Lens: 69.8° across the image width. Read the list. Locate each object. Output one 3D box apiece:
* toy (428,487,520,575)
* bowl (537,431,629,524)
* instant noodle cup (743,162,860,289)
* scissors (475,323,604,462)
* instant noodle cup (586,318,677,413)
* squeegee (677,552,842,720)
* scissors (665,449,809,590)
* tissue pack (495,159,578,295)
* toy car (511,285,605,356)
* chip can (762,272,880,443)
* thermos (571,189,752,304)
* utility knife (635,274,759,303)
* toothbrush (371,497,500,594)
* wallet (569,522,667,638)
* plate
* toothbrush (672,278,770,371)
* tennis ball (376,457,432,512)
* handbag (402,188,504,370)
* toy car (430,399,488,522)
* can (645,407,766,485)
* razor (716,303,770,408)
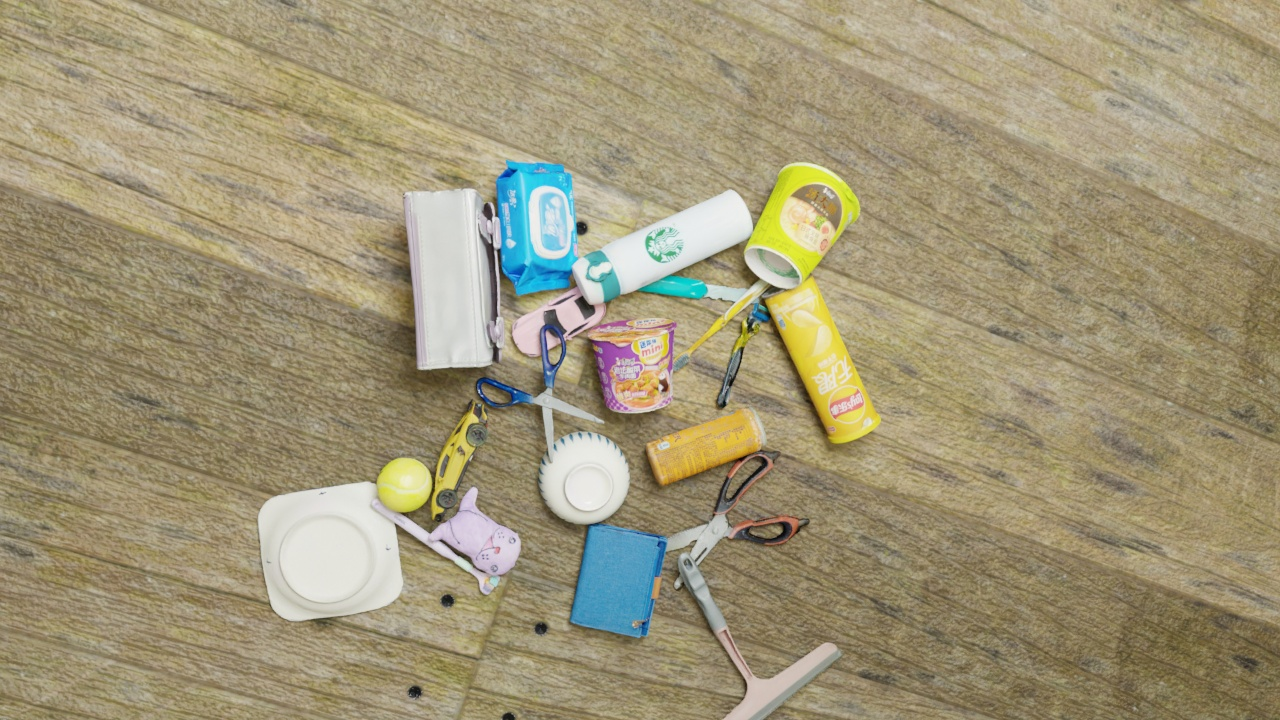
[{"bbox_3d":[-0.196,0.220,1.143,0.108,0.039,0.083,40,77,-8],"label":"toy"},{"bbox_3d":[-0.068,0.150,1.141,0.116,0.066,0.116,-1,95,-8],"label":"bowl"},{"bbox_3d":[0.188,-0.156,1.112,0.111,0.112,0.123,36,71,-9],"label":"instant noodle cup"},{"bbox_3d":[-0.119,0.037,1.118,0.173,0.012,0.162,18,98,14],"label":"scissors"},{"bbox_3d":[-0.007,0.007,1.122,0.111,0.111,0.099,-7,105,-8],"label":"instant noodle cup"},{"bbox_3d":[0.108,0.353,1.197,0.247,0.040,0.249,-32,100,-15],"label":"squeegee"},{"bbox_3d":[0.117,0.208,1.197,0.227,0.015,0.189,1,98,-8],"label":"scissors"},{"bbox_3d":[-0.120,-0.158,1.095,0.094,0.052,0.157,-9,98,-47],"label":"tissue pack"},{"bbox_3d":[-0.101,-0.049,1.135,0.122,0.037,0.056,-30,97,-4],"label":"toy car"},{"bbox_3d":[0.230,-0.002,1.169,0.072,0.072,0.213,-28,97,-5],"label":"chip can"},{"bbox_3d":[0.025,-0.135,1.112,0.224,0.073,0.073,-25,98,-13],"label":"thermos"},{"bbox_3d":[0.045,-0.093,1.163,0.223,0.013,0.029,8,97,-9],"label":"utility knife"},{"bbox_3d":[-0.256,0.228,1.139,0.189,0.021,0.029,39,82,-14],"label":"toothbrush"},{"bbox_3d":[-0.027,0.280,1.173,0.106,0.040,0.133,11,95,0],"label":"wallet"},{"bbox_3d":[-0.380,0.238,1.121,0.163,0.034,0.164,-8,96,-8],"label":"plate"},{"bbox_3d":[0.109,-0.052,1.168,0.191,0.018,0.016,-42,111,2],"label":"toothbrush"},{"bbox_3d":[-0.286,0.151,1.111,0.065,0.065,0.065,-1,95,-8],"label":"tennis ball"},{"bbox_3d":[-0.208,-0.091,1.060,0.098,0.145,0.197,-3,94,-3],"label":"handbag"},{"bbox_3d":[-0.223,0.123,1.114,0.041,0.071,0.156,23,92,-11],"label":"toy car"},{"bbox_3d":[0.082,0.108,1.163,0.146,0.058,0.058,-19,97,-6],"label":"can"},{"bbox_3d":[0.127,-0.005,1.180,0.042,0.022,0.143,15,98,-53],"label":"razor"}]
